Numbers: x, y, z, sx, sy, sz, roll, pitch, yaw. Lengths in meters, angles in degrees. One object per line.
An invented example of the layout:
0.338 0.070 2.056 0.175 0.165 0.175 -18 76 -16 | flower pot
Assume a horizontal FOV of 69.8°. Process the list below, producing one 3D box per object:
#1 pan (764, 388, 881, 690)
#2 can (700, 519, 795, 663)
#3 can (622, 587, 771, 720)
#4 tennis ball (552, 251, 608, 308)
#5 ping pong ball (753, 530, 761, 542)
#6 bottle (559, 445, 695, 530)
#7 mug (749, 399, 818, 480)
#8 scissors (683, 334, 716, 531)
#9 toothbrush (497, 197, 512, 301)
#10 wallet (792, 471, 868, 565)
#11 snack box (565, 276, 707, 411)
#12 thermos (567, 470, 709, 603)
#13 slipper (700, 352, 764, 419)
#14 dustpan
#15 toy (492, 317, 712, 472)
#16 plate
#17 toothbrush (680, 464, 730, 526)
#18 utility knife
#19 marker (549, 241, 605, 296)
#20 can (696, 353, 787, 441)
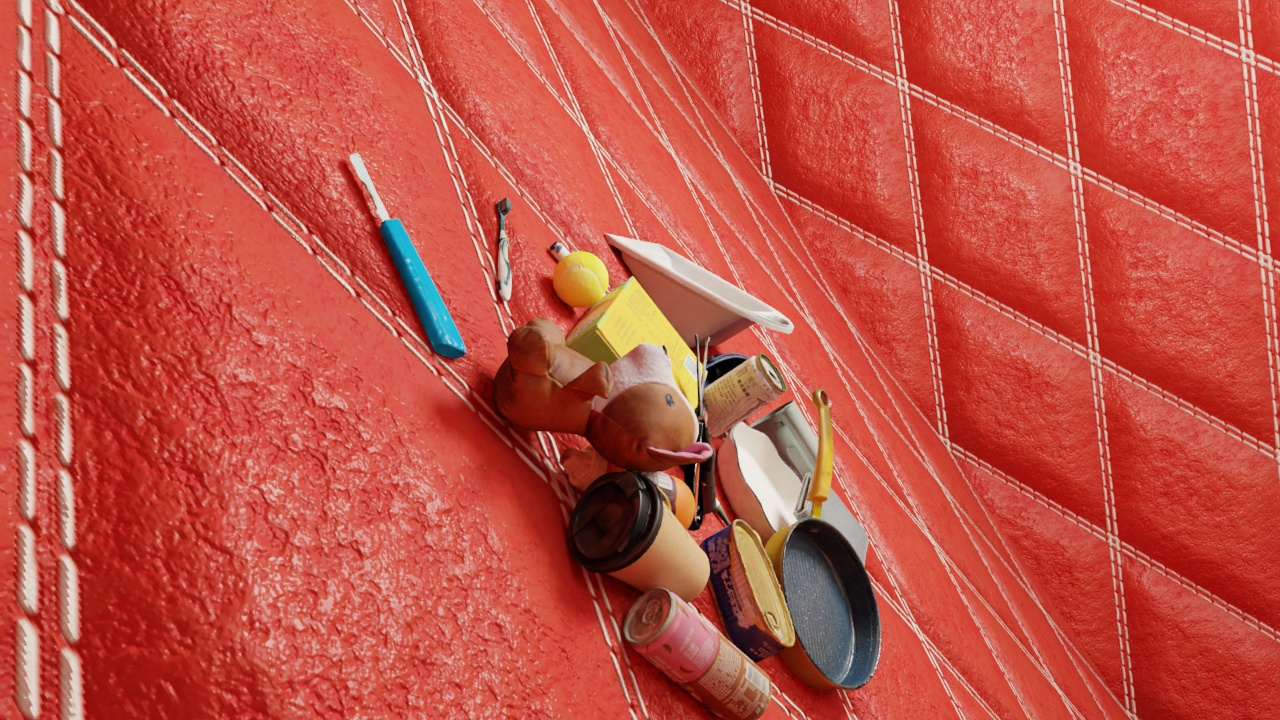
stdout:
0.218 0.207 1.096 0.197 0.078 0.356 22 52 -42 | pan
0.112 0.244 0.975 0.074 0.049 0.148 32 30 -45 | can
0.052 0.262 0.803 0.147 0.058 0.057 45 23 -24 | can
-0.070 -0.094 1.071 0.065 0.066 0.065 45 23 -25 | tennis ball
0.118 0.211 1.052 0.040 0.040 0.040 45 23 -25 | ping pong ball
-0.016 0.121 0.872 0.149 0.067 0.066 32 29 -31 | bottle
0.219 0.120 1.328 0.103 0.083 0.124 58 -12 2 | mug
0.068 0.086 0.998 0.231 0.022 0.221 -77 163 -46 | scissors
-0.149 -0.127 1.015 0.016 0.018 0.191 40 25 -35 | toothbrush
0.250 0.220 1.210 0.130 0.037 0.106 52 31 -11 | wallet
-0.006 0.006 1.051 0.157 0.070 0.209 52 21 -10 | snack box
0.003 0.162 0.814 0.143 0.093 0.093 46 21 -42 | thermos
0.130 0.031 1.286 0.105 0.095 0.252 60 24 6 | slipper
0.106 -0.116 1.390 0.257 0.143 0.222 60 21 9 | dustpan
-0.028 0.032 0.820 0.199 0.130 0.140 32 9 -3 | toy
0.169 0.179 1.208 0.205 0.046 0.204 46 21 -25 | plate
0.083 0.159 1.090 0.186 0.017 0.012 53 -20 -5 | toothbrush
-0.214 -0.099 0.825 0.223 0.018 0.034 62 23 14 | utility knife
-0.067 -0.097 1.151 0.131 0.018 0.022 47 31 -21 | marker
0.101 0.052 1.104 0.058 0.147 0.058 45 23 -25 | can
